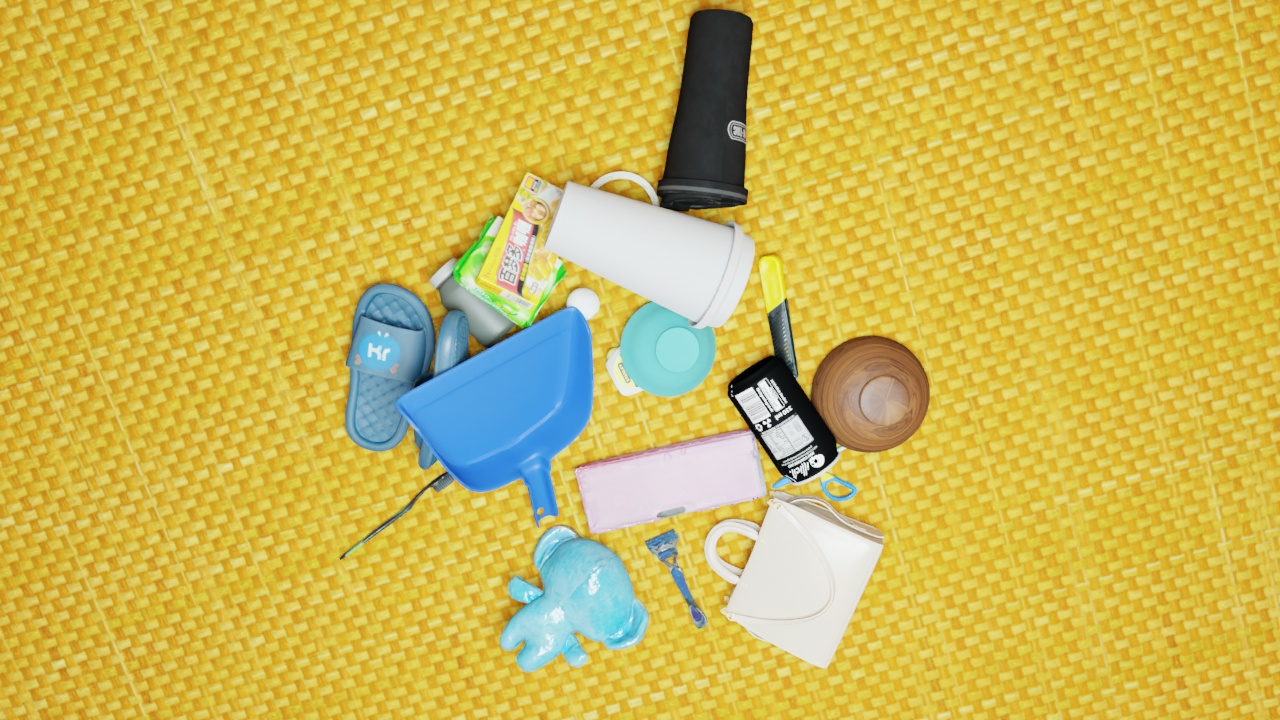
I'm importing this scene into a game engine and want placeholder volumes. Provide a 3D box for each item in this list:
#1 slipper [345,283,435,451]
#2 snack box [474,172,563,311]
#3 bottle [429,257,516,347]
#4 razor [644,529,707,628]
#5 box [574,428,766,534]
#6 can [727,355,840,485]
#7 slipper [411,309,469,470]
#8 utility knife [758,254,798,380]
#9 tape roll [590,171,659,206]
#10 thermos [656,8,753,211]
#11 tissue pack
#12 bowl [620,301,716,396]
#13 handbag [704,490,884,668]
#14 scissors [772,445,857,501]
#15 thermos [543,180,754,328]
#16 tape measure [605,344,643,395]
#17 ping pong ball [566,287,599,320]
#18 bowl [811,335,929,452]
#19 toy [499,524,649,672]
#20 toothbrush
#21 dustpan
[{"bbox_3d":[-0.312,0.013,1.127,0.104,0.059,0.214,10,101,-4],"label":"slipper"},{"bbox_3d":[-0.130,-0.139,1.074,0.075,0.025,0.152,26,68,-13],"label":"snack box"},{"bbox_3d":[-0.202,-0.071,1.111,0.060,0.060,0.108,-43,97,7],"label":"bottle"},{"bbox_3d":[0.054,0.289,1.192,0.044,0.018,0.141,-25,99,4],"label":"razor"},{"bbox_3d":[0.039,0.152,1.158,0.233,0.041,0.098,-11,100,2],"label":"box"},{"bbox_3d":[0.174,0.072,1.117,0.080,0.080,0.146,-34,94,5],"label":"can"},{"bbox_3d":[-0.244,0.038,1.089,0.059,0.103,0.214,14,118,-2],"label":"slipper"},{"bbox_3d":[0.174,-0.033,1.136,0.029,0.020,0.198,-5,102,24],"label":"utility knife"},{"bbox_3d":[-0.023,-0.181,1.111,0.094,0.019,0.094,0,100,0],"label":"tape roll"},{"bbox_3d":[0.081,-0.282,1.057,0.106,0.106,0.218,6,95,-1],"label":"thermos"},{"bbox_3d":[-0.154,-0.106,1.091,0.114,0.034,0.099,35,64,-11],"label":"tissue pack"},{"bbox_3d":[0.040,-0.014,1.113,0.121,0.046,0.121,-1,94,-12],"label":"bowl"},{"bbox_3d":[0.178,0.259,1.157,0.198,0.101,0.195,23,99,8],"label":"handbag"},{"bbox_3d":[0.227,0.128,1.166,0.125,0.016,0.125,27,94,-4],"label":"scissors"},{"bbox_3d":[0.007,-0.127,1.054,0.222,0.131,0.131,20,99,-10],"label":"thermos"},{"bbox_3d":[-0.007,0.007,1.145,0.065,0.016,0.064,-25,99,4],"label":"tape measure"},{"bbox_3d":[-0.070,-0.069,1.120,0.040,0.040,0.040,0,100,0],"label":"ping pong ball"},{"bbox_3d":[0.288,0.045,1.118,0.147,0.069,0.147,0,96,-2],"label":"bowl"},{"bbox_3d":[-0.090,0.312,1.155,0.180,0.115,0.183,-43,74,-11],"label":"toy"},{"bbox_3d":[-0.314,0.203,1.182,0.188,0.014,0.017,-38,105,6],"label":"toothbrush"},{"bbox_3d":[-0.145,0.099,1.110,0.245,0.059,0.258,-31,135,-27],"label":"dustpan"}]
